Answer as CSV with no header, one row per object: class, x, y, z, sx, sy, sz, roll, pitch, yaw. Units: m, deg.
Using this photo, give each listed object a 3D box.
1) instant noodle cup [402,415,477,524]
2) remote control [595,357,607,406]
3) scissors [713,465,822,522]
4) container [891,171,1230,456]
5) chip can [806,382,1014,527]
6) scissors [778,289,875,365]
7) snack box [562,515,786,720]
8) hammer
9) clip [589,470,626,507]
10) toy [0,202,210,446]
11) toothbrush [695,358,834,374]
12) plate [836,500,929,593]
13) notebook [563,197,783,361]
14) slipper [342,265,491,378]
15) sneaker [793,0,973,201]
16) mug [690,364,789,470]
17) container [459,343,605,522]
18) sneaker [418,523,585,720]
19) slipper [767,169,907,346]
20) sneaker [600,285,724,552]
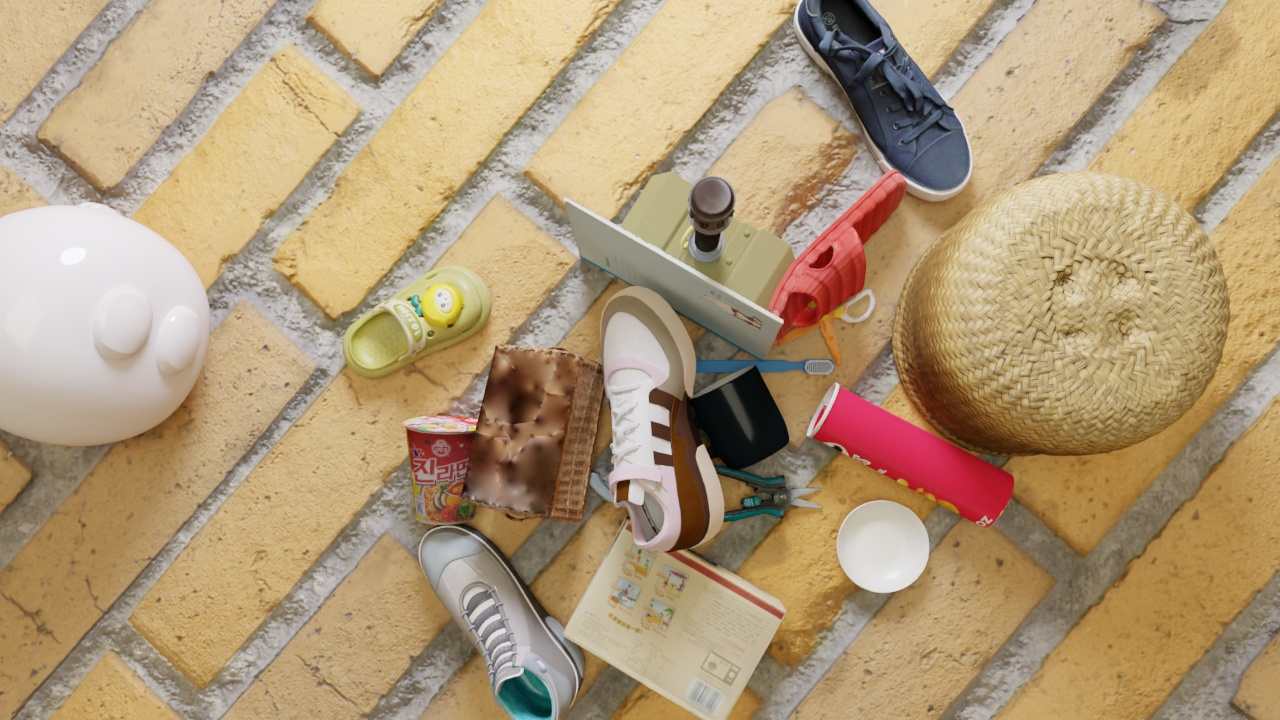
instant noodle cup,-0.222,0.126,1.051,0.100,0.100,0.112,3,95,3
remote control,-0.083,0.061,1.085,0.146,0.008,0.045,-45,86,1
scissors,0.130,0.154,1.056,0.151,0.019,0.119,-32,90,-11
container,0.437,-0.043,0.971,0.307,0.196,0.307,0,86,4
chip can,0.302,0.107,1.032,0.220,0.069,0.069,28,89,4
scissors,0.217,-0.055,1.073,0.131,0.011,0.125,-18,86,2
snack box,0.037,0.293,1.045,0.207,0.055,0.153,29,89,4
hammer,0.069,-0.128,0.927,0.190,0.325,0.100,32,89,4
clip,-0.002,0.136,1.070,0.164,0.031,0.168,-14,85,4
toy,-0.625,-0.044,1.000,0.281,0.262,0.265,9,80,21
toothbrush,0.142,0.007,1.069,0.167,0.014,0.016,0,101,5
plate,0.275,0.211,1.050,0.104,0.026,0.104,0,87,2
notebook,0.034,-0.081,0.993,0.253,0.181,0.009,30,81,8
slipper,-0.269,-0.047,1.066,0.190,0.081,0.091,-28,84,4
sneaker,0.276,-0.310,1.027,0.120,0.127,0.294,-35,88,0
mug,0.098,0.074,1.035,0.121,0.085,0.094,-28,91,1
container,-0.116,0.081,1.021,0.114,0.112,0.198,8,82,13
sneaker,-0.164,0.293,1.005,0.093,0.160,0.256,-40,87,0
slipper,0.227,-0.108,1.021,0.059,0.103,0.248,39,81,22
sneaker,-0.004,0.068,0.984,0.112,0.116,0.294,-11,92,37
